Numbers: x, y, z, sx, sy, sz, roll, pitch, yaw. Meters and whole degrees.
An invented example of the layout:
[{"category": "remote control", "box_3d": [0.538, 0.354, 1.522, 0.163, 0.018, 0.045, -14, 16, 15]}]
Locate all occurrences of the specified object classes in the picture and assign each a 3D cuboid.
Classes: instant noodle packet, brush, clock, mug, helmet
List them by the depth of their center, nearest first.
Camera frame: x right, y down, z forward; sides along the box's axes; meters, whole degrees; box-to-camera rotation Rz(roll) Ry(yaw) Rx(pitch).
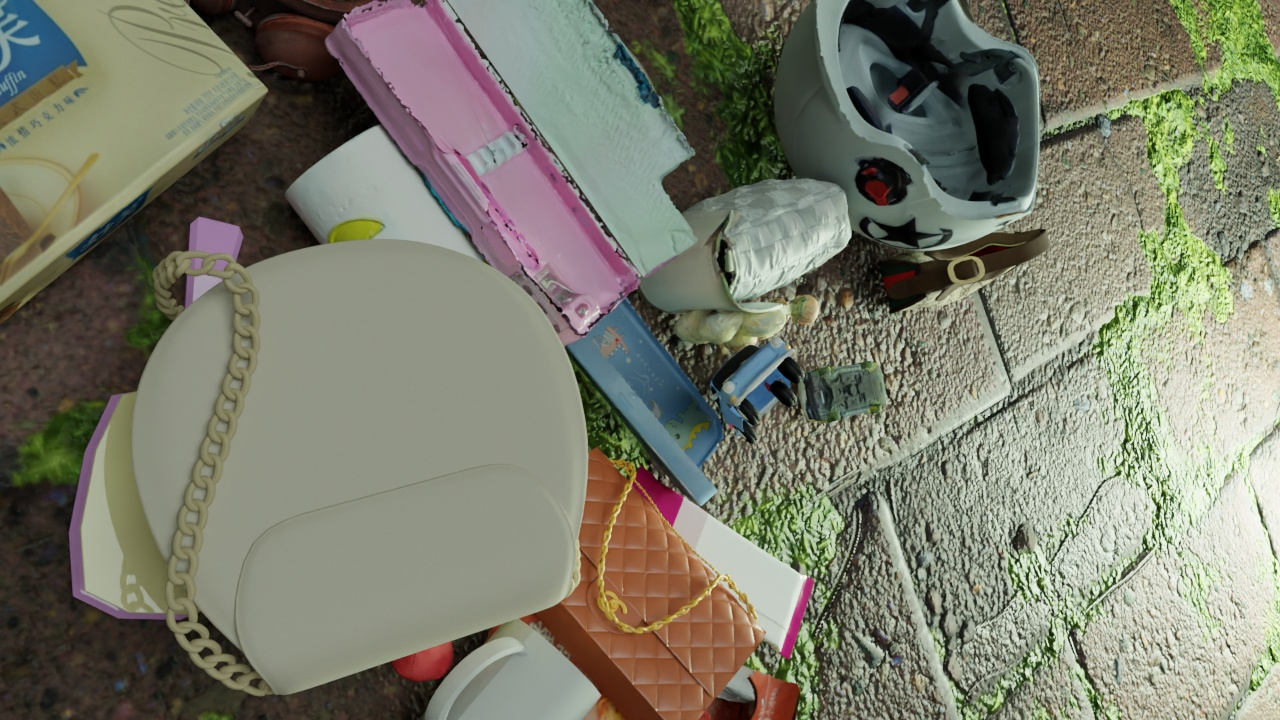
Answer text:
[{"category": "brush", "box_3d": [-0.249, 0.026, 0.507, 0.089, 0.043, 0.228, 12, 74, -33]}, {"category": "mug", "box_3d": [-0.084, 0.203, 0.538, 0.089, 0.073, 0.105, -47, 142, -22]}, {"category": "clock", "box_3d": [-0.215, -0.245, 0.568, 0.120, 0.072, 0.157, 40, 60, -22]}, {"category": "mug", "box_3d": [-0.155, -0.081, 0.572, 0.082, 0.083, 0.106, -44, 104, -33]}, {"category": "instant noodle packet", "box_3d": [-0.019, 0.261, 0.622, 0.221, 0.084, 0.164, 27, 66, -15]}, {"category": "helmet", "box_3d": [0.216, -0.209, 0.807, 0.263, 0.164, 0.236, 24, 61, -23]}]

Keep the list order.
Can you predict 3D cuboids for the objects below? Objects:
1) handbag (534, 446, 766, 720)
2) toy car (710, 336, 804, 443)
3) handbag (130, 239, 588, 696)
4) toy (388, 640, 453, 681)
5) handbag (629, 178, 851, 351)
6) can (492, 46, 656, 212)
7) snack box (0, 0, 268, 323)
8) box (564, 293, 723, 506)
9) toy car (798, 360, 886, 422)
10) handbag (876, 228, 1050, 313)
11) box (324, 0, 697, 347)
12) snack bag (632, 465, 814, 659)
[{"category": "handbag", "box_3d": [-0.004, 0.148, 0.610, 0.172, 0.060, 0.108, 47, 52, 7]}, {"category": "toy car", "box_3d": [0.083, 0.020, 0.684, 0.056, 0.153, 0.055, -43, 76, -5]}, {"category": "handbag", "box_3d": [-0.134, 0.042, 0.464, 0.210, 0.104, 0.208, -14, 75, -21]}, {"category": "toy", "box_3d": [-0.125, 0.108, 0.550, 0.096, 0.124, 0.131, 28, 83, -51]}, {"category": "handbag", "box_3d": [0.092, -0.075, 0.728, 0.171, 0.113, 0.123, -28, 106, -36]}, {"category": "can", "box_3d": [-0.055, -0.170, 0.664, 0.127, 0.073, 0.127, 8, 76, -34]}, {"category": "snack box", "box_3d": [-0.321, -0.128, 0.458, 0.153, 0.055, 0.206, 48, 60, -20]}, {"category": "box", "box_3d": [-0.014, 0.011, 0.675, 0.209, 0.049, 0.120, 52, 22, -15]}, {"category": "toy car", "box_3d": [0.177, 0.028, 0.811, 0.105, 0.033, 0.048, -6, 82, -40]}, {"category": "handbag", "box_3d": [0.302, -0.090, 0.857, 0.166, 0.139, 0.063, -16, 88, -35]}, {"category": "box", "box_3d": [-0.066, -0.139, 0.578, 0.158, 0.066, 0.230, -40, 101, -20]}, {"category": "snack bag", "box_3d": [0.059, 0.159, 0.711, 0.196, 0.016, 0.070, 35, 65, -24]}]
